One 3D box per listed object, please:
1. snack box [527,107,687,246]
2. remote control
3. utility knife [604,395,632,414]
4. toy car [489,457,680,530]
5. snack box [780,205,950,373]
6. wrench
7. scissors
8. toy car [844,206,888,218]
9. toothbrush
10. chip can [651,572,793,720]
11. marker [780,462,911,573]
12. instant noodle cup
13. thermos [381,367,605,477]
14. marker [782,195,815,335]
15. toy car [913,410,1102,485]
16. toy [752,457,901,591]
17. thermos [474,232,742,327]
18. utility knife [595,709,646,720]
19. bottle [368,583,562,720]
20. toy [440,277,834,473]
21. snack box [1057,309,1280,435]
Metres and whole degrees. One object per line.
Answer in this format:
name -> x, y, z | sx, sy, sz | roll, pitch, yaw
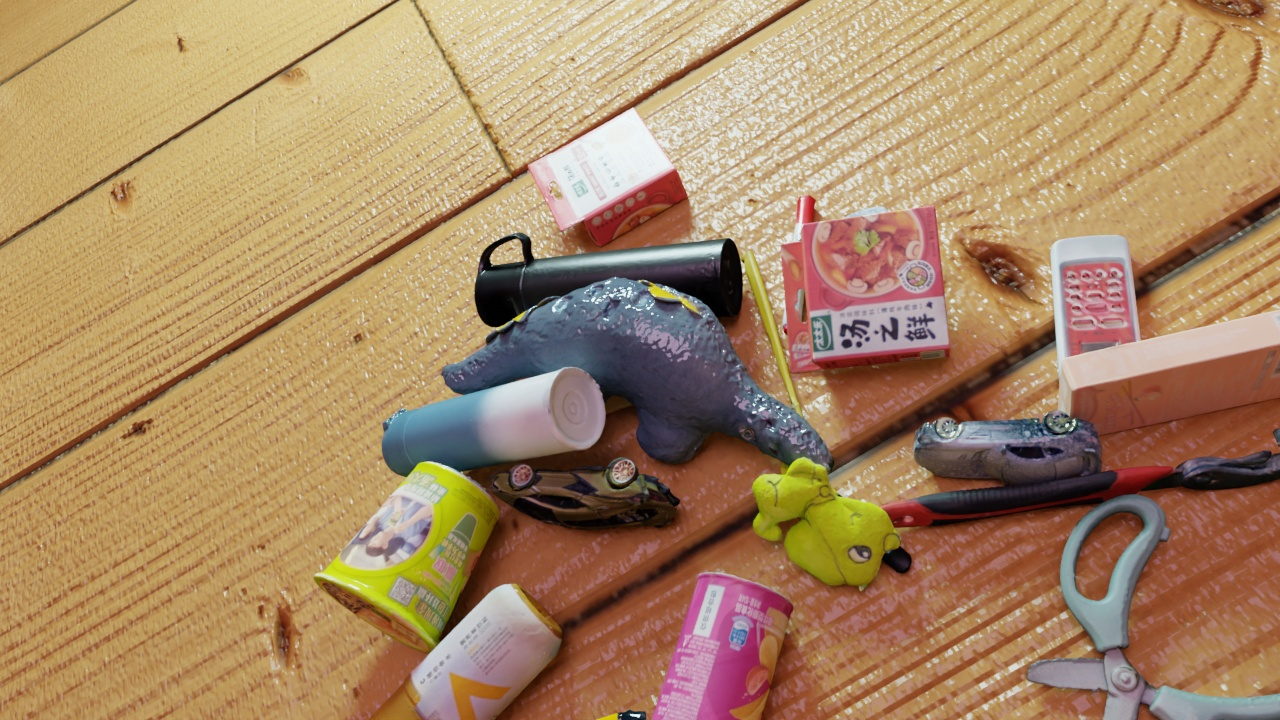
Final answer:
snack box -> -0.034, -0.180, 0.923 | 0.127, 0.044, 0.113 | -29, 52, 2
remote control -> 0.338, -0.037, 0.683 | 0.056, 0.020, 0.135 | -2, 58, 23
utility knife -> -0.069, 0.045, 0.805 | 0.204, 0.021, 0.031 | -15, 52, 5
toy car -> -0.046, 0.109, 0.722 | 0.158, 0.070, 0.042 | -3, 60, 24
snack box -> 0.173, -0.054, 0.724 | 0.127, 0.044, 0.113 | -7, 80, 18
wrench -> 0.294, 0.084, 0.606 | 0.274, 0.056, 0.016 | -14, 52, 20
scissors -> 0.324, 0.163, 0.550 | 0.172, 0.019, 0.169 | 0, 66, 26
toy car -> 0.198, -0.086, 0.769 | 0.049, 0.031, 0.105 | -18, 55, 14
toothbrush -> 0.108, -0.019, 0.771 | 0.016, 0.016, 0.189 | -10, 54, -1
chip can -> 0.038, 0.247, 0.592 | 0.071, 0.071, 0.210 | 8, 62, 28
marker -> 0.148, 0.111, 0.669 | 0.018, 0.015, 0.124 | -46, 52, -4
instant noodle cup -> -0.175, 0.151, 0.732 | 0.112, 0.112, 0.123 | 13, 57, 30
thermos -> -0.129, 0.058, 0.757 | 0.221, 0.070, 0.070 | -15, 51, 38
marker -> 0.139, -0.085, 0.803 | 0.017, 0.017, 0.145 | -1, 58, 22
toy car -> 0.251, 0.064, 0.632 | 0.121, 0.054, 0.036 | -2, 56, 23
toy -> 0.127, 0.117, 0.648 | 0.097, 0.031, 0.100 | -29, 83, 29
thermos -> -0.035, -0.076, 0.827 | 0.243, 0.090, 0.068 | -2, 26, 21
utility knife -> -0.088, 0.281, 0.638 | 0.216, 0.033, 0.015 | -26, 42, 15
bottle -> -0.142, 0.249, 0.669 | 0.189, 0.068, 0.068 | -45, 53, -9
toy -> -0.004, 0.004, 0.747 | 0.357, 0.091, 0.138 | 14, 86, 26
snack box -> 0.360, 0.010, 0.602 | 0.157, 0.084, 0.026 | -14, 57, 14
